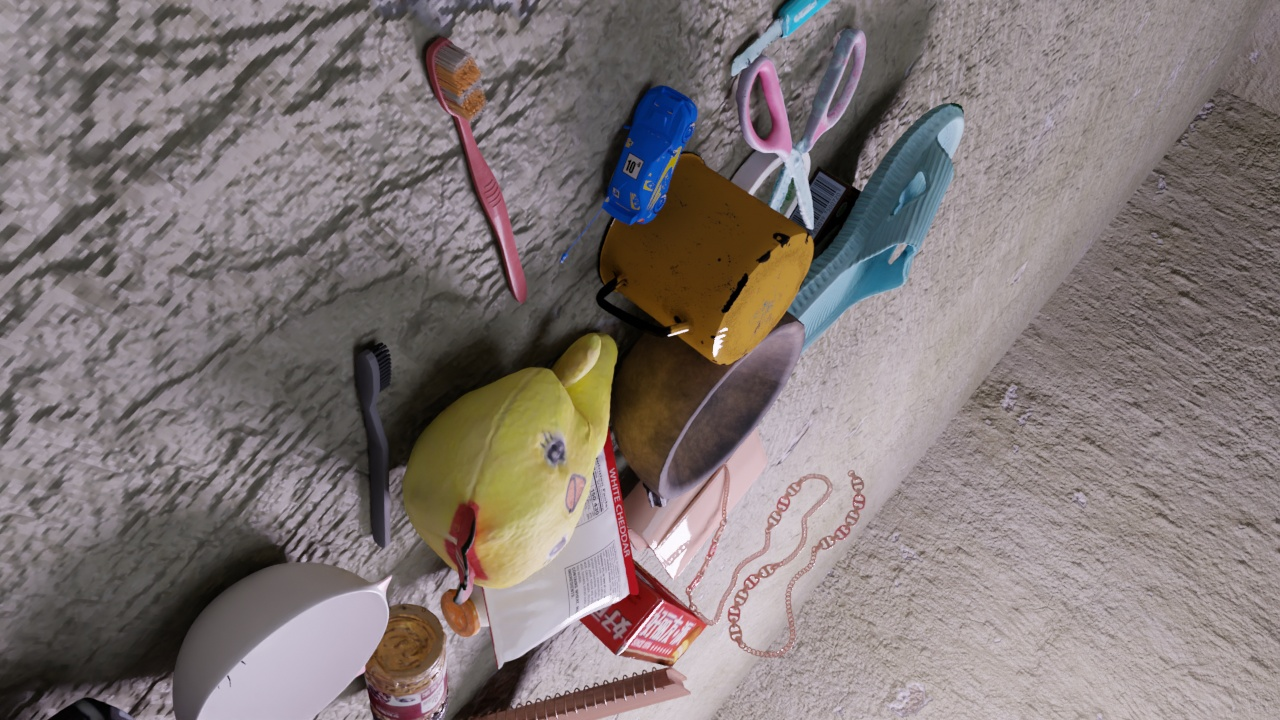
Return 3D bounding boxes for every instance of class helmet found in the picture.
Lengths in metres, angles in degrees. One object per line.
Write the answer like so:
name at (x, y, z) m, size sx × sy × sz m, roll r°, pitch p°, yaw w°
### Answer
helmet at (-0.265, 0.275, 0.386) m, size 0.272 × 0.167 × 0.217 m, roll -59°, pitch 156°, yaw 17°

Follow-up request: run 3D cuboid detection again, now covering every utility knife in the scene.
utility knife at (0.104, -0.217, 0.552) m, size 0.148 × 0.015 × 0.022 m, roll -45°, pitch 140°, yaw -12°

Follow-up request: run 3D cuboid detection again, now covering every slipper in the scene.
slipper at (0.191, -0.086, 0.755) m, size 0.276 × 0.069 × 0.116 m, roll -50°, pitch 160°, yaw -3°

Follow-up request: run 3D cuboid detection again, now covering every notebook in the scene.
notebook at (-0.060, 0.346, 0.913) m, size 0.210 × 0.022 × 0.169 m, roll -16°, pitch 155°, yaw 2°

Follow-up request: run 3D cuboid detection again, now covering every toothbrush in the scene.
toothbrush at (-0.141, 0.052, 0.492) m, size 0.013 × 0.013 × 0.168 m, roll -42°, pitch 157°, yaw -41°
toothbrush at (-0.069, -0.076, 0.435) m, size 0.015 × 0.016 × 0.185 m, roll -50°, pitch 160°, yaw -21°

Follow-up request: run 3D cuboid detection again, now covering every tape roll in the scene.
tape roll at (0.087, -0.116, 0.666) m, size 0.093 × 0.018 × 0.094 m, roll -41°, pitch 155°, yaw -24°

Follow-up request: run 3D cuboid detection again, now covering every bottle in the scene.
bottle at (-0.094, 0.159, 0.671) m, size 0.108 × 0.063 × 0.063 m, roll -27°, pitch 146°, yaw -46°
bottle at (-0.163, 0.218, 0.638) m, size 0.056 × 0.056 × 0.105 m, roll -35°, pitch 152°, yaw -34°

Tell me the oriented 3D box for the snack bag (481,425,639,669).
snack bag at (-0.056, 0.125, 0.642) m, size 0.143 × 0.039 × 0.131 m, roll -14°, pitch 96°, yaw -49°

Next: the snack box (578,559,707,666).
snack box at (-0.015, 0.217, 0.839) m, size 0.060 × 0.113 × 0.236 m, roll -50°, pitch 157°, yaw -7°

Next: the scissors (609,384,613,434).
scissors at (0.005, 0.006, 0.698) m, size 0.159 × 0.014 × 0.121 m, roll -39°, pitch 153°, yaw -20°

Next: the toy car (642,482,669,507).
toy car at (0.022, 0.075, 0.765) m, size 0.040 × 0.037 × 0.092 m, roll 78°, pitch 21°, yaw -60°

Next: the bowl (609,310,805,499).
bowl at (0.042, 0.017, 0.669) m, size 0.162 × 0.070 × 0.162 m, roll -41°, pitch 157°, yaw -23°

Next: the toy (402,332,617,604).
toy at (-0.066, 0.053, 0.543) m, size 0.207 × 0.092 × 0.134 m, roll -39°, pitch 145°, yaw -50°

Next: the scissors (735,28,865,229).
scissors at (0.111, -0.156, 0.620) m, size 0.174 × 0.013 × 0.170 m, roll -54°, pitch 144°, yaw -16°

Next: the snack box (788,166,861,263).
snack box at (0.132, -0.070, 0.798) m, size 0.186 × 0.031 × 0.100 m, roll -59°, pitch 156°, yaw 16°

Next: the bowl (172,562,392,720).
bowl at (-0.195, 0.149, 0.483) m, size 0.114 × 0.050 × 0.115 m, roll -41°, pitch 155°, yaw -24°

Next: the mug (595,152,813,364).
mug at (0.035, -0.054, 0.558) m, size 0.123 × 0.094 × 0.101 m, roll -38°, pitch 154°, yaw -29°

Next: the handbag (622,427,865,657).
handbag at (0.096, 0.130, 0.824) m, size 0.198 × 0.187 × 0.117 m, roll -49°, pitch 151°, yaw -16°

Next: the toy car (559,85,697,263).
toy car at (-0.010, -0.097, 0.485) m, size 0.061 × 0.033 × 0.092 m, roll -31°, pitch 150°, yaw -54°
